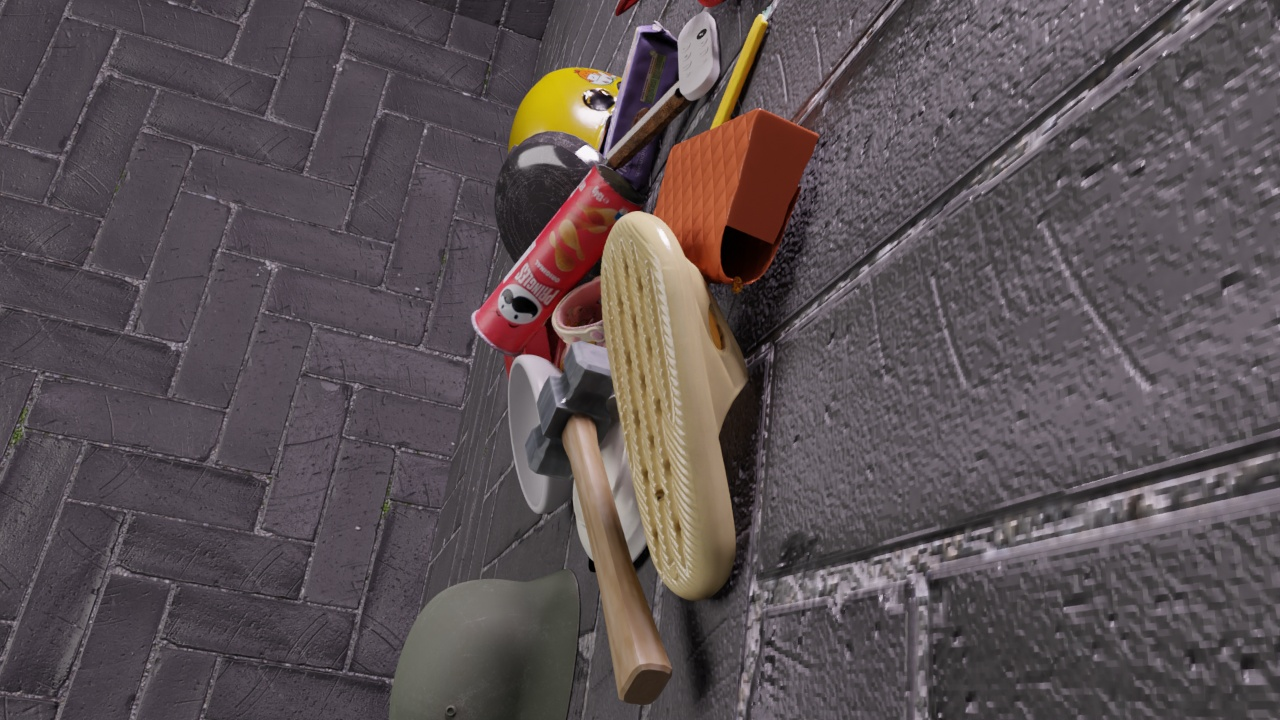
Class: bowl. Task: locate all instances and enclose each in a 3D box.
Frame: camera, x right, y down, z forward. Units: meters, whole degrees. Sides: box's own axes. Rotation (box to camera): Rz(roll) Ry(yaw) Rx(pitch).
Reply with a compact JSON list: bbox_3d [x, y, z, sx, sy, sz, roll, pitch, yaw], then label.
[{"bbox_3d":[-0.097,0.079,1.022,0.177,0.066,0.176,173,90,-71],"label":"bowl"}]

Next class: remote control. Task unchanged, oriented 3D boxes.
[{"bbox_3d":[0.057,-0.306,0.917,0.043,0.013,0.136,-33,38,31],"label":"remote control"}]

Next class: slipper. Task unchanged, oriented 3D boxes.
[{"bbox_3d":[0.035,0.023,0.608,0.111,0.079,0.261,143,120,-65],"label":"slipper"},{"bbox_3d":[-0.054,-0.046,0.997,0.198,0.081,0.093,124,157,-48],"label":"slipper"}]

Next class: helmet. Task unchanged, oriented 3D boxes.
[{"bbox_3d":[-0.109,-0.289,1.220,0.239,0.139,0.210,-66,3,-47],"label":"helmet"},{"bbox_3d":[-0.174,0.335,0.940,0.227,0.153,0.267,168,115,-74],"label":"helmet"}]

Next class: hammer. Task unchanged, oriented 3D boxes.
[{"bbox_3d":[-0.030,0.113,0.684,0.117,0.051,0.322,-63,25,24],"label":"hammer"}]

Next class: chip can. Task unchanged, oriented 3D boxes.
[{"bbox_3d":[-0.091,-0.109,1.008,0.233,0.073,0.073,-47,26,23],"label":"chip can"}]

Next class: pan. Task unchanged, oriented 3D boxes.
[{"bbox_3d":[-0.055,-0.202,1.038,0.040,0.207,0.358,-32,-4,-46],"label":"pan"}]

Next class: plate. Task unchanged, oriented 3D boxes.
[{"bbox_3d":[-0.021,0.089,0.791,0.183,0.034,0.182,-52,29,44],"label":"plate"}]

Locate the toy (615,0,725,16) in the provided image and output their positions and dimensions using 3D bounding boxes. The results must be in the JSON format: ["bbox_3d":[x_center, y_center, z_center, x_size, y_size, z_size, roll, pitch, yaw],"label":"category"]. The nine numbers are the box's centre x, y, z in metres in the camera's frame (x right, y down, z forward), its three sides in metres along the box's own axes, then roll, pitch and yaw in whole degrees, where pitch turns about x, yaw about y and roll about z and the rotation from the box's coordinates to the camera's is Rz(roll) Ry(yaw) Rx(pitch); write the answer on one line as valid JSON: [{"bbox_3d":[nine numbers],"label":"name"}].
[{"bbox_3d":[0.048,-0.391,0.853,0.158,0.120,0.197,-39,4,-2],"label":"toy"}]

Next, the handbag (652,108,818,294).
[{"bbox_3d":[0.058,-0.103,0.655,0.172,0.060,0.109,-164,93,-73],"label":"handbag"}]

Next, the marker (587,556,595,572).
[{"bbox_3d":[-0.028,0.129,0.853,0.022,0.016,0.138,14,89,58],"label":"marker"}]

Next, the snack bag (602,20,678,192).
[{"bbox_3d":[-0.001,-0.285,1.068,0.096,0.058,0.206,-97,21,-64],"label":"snack bag"}]

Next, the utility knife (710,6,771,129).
[{"bbox_3d":[0.079,-0.227,0.789,0.030,0.017,0.156,-112,37,-59],"label":"utility knife"}]

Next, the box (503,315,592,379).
[{"bbox_3d":[-0.108,-0.013,1.173,0.157,0.122,0.136,-175,81,-72],"label":"box"}]
